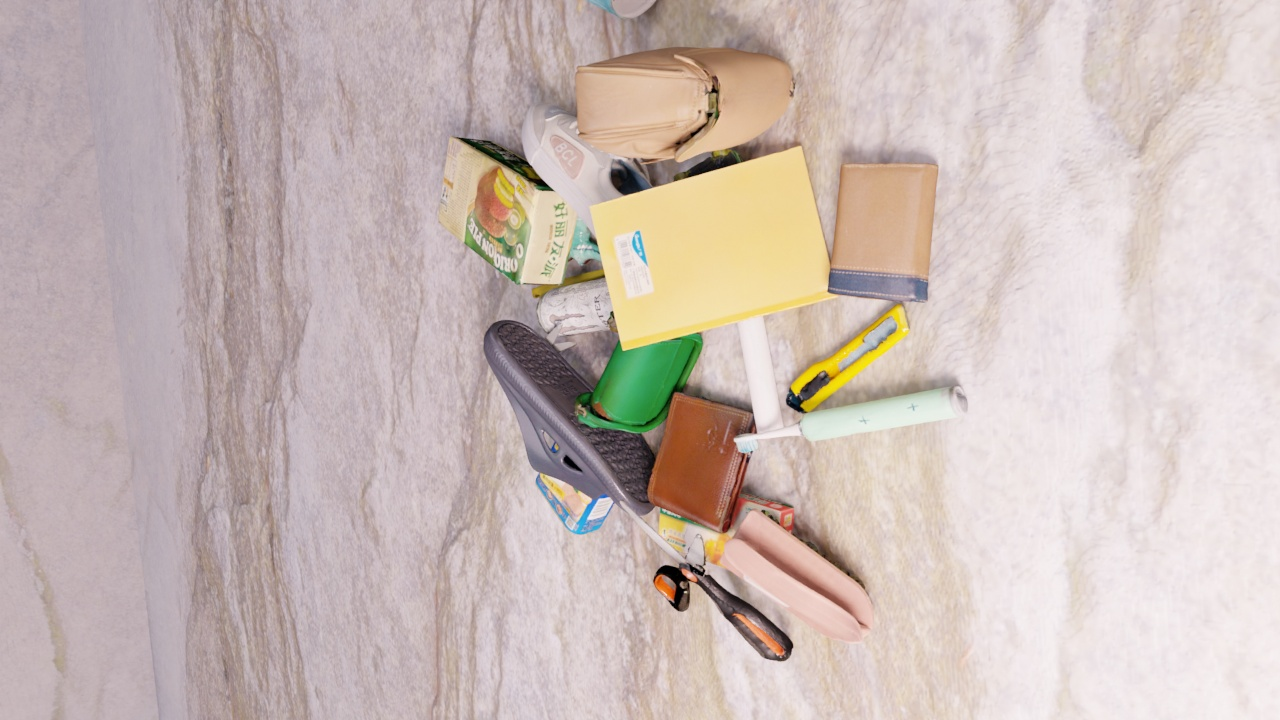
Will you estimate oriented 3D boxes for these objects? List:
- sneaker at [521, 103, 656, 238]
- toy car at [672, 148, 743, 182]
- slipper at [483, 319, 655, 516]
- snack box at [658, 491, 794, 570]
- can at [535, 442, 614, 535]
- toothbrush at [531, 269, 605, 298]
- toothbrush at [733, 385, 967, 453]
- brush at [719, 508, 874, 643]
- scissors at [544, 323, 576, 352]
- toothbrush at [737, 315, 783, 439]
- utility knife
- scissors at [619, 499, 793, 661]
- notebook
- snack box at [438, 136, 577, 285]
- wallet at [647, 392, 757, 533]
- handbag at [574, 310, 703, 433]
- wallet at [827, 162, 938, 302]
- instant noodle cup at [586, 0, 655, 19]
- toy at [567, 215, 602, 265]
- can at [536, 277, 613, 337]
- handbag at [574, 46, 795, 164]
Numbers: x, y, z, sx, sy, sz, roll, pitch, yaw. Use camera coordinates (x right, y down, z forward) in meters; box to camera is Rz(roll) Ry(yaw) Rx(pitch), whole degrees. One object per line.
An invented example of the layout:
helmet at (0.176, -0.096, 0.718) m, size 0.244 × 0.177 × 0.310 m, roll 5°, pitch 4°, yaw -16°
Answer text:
sneaker at (-0.047, -0.214, 0.968) m, size 0.242 × 0.089 × 0.091 m, roll 54°, pitch 131°, yaw 28°
toy car at (0.068, -0.173, 0.900) m, size 0.091 × 0.036 × 0.043 m, roll -23°, pitch 78°, yaw 48°
slipper at (-0.085, 0.072, 1.003) m, size 0.268 × 0.110 × 0.083 m, roll 48°, pitch 116°, yaw 11°
snack box at (0.084, 0.169, 0.934) m, size 0.156 × 0.027 × 0.077 m, roll 11°, pitch 102°, yaw 44°
can at (-0.070, 0.139, 1.066) m, size 0.102 × 0.057 × 0.083 m, roll 51°, pitch 130°, yaw 29°
toothbrush at (-0.065, -0.092, 1.056) m, size 0.191 × 0.015 × 0.016 m, roll -10°, pitch 45°, yaw 46°
toothbrush at (0.176, 0.055, 0.810) m, size 0.225 × 0.026 × 0.027 m, roll -15°, pitch 96°, yaw 38°
brush at (0.144, 0.200, 0.826) m, size 0.146 × 0.073 × 0.063 m, roll 35°, pitch 107°, yaw 18°
scissors at (-0.114, -0.001, 1.085) m, size 0.171 × 0.012 × 0.140 m, roll 16°, pitch 136°, yaw 43°
toothbrush at (0.106, -0.034, 0.886) m, size 0.026 × 0.026 × 0.221 m, roll -13°, pitch 86°, yaw 36°
utility knife at (0.182, 0.001, 0.822) m, size 0.154 × 0.015 × 0.033 m, roll -45°, pitch 67°, yaw 38°
scissors at (0.058, 0.221, 0.900) m, size 0.221 × 0.021 × 0.235 m, roll 37°, pitch 155°, yaw 7°
notebook at (0.065, -0.103, 0.852) m, size 0.206 × 0.010 × 0.146 m, roll -14°, pitch 85°, yaw 11°
snack box at (-0.163, -0.181, 1.086) m, size 0.240 × 0.063 × 0.115 m, roll 36°, pitch 120°, yaw 47°
wallet at (0.062, 0.100, 0.922) m, size 0.101 × 0.032 × 0.124 m, roll 13°, pitch 86°, yaw 41°
handbag at (-0.006, 0.005, 0.937) m, size 0.068 × 0.120 × 0.131 m, roll 41°, pitch 115°, yaw 32°
wallet at (0.204, -0.108, 0.776) m, size 0.090 × 0.033 × 0.115 m, roll 10°, pitch 101°, yaw 41°
instant noodle cup at (-0.040, -0.411, 0.937) m, size 0.120 × 0.111 × 0.111 m, roll 43°, pitch 124°, yaw 24°
toy at (-0.065, -0.149, 1.044) m, size 0.096 × 0.030 × 0.092 m, roll 30°, pitch 121°, yaw 31°
can at (-0.049, -0.060, 1.017) m, size 0.147 × 0.058 × 0.058 m, roll -6°, pitch 91°, yaw 45°
handbag at (0.038, -0.225, 0.812) m, size 0.148 × 0.203 × 0.100 m, roll 8°, pitch 112°, yaw 31°
